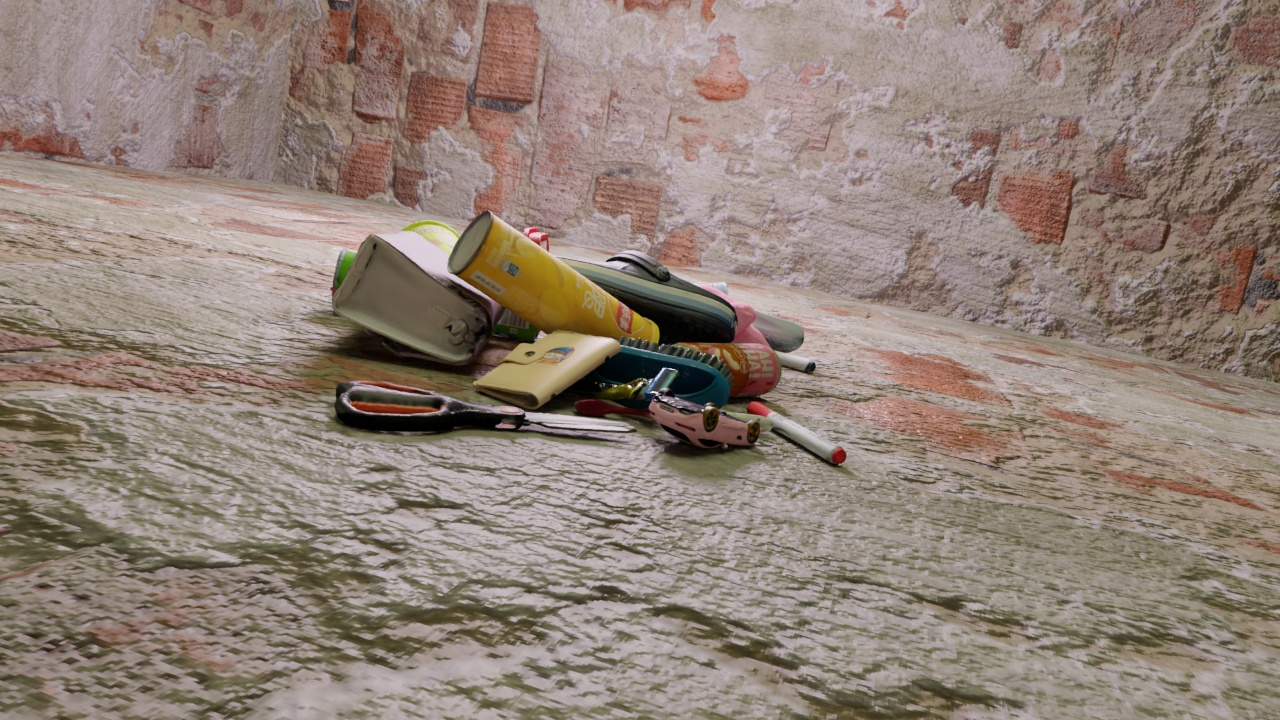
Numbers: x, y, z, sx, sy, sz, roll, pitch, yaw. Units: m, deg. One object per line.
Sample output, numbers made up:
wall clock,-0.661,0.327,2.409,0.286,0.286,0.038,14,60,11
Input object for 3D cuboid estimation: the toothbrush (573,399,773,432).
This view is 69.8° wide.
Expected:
toothbrush,0.031,0.049,0.807,0.187,0.016,0.017,7,1,-18

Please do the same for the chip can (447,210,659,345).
chip can,-0.081,-0.058,0.895,0.213,0.072,0.072,33,-1,-28

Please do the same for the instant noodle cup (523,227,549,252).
instant noodle cup,-0.203,-0.138,1.374,0.124,0.117,0.116,-2,10,3

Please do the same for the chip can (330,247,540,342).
chip can,-0.229,-0.073,1.057,0.236,0.072,0.072,10,10,-8

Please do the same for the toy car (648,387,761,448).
toy car,0.053,0.052,0.752,0.056,0.037,0.122,23,3,37

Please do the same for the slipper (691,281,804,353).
slipper,0.116,-0.071,1.309,0.245,0.074,0.104,15,-19,6

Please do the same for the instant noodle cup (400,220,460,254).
instant noodle cup,-0.252,-0.108,1.158,0.111,0.112,0.123,4,19,-32

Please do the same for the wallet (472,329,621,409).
wallet,-0.085,0.004,0.812,0.087,0.024,0.114,9,31,36

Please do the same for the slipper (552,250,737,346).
slipper,-0.015,-0.077,0.996,0.253,0.095,0.105,14,-32,4

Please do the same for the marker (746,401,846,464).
marker,0.137,0.064,0.824,0.017,0.017,0.145,6,11,-25

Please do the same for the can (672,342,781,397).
can,0.083,0.011,0.945,0.058,0.058,0.147,19,13,41

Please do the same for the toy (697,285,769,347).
toy,0.080,-0.051,1.195,0.179,0.074,0.194,18,-12,20

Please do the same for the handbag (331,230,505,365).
handbag,-0.213,-0.060,0.923,0.145,0.098,0.197,25,7,-8

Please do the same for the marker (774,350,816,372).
marker,0.180,-0.006,1.260,0.131,0.018,0.022,17,2,34

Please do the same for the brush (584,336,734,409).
brush,0.011,0.019,0.847,0.144,0.055,0.073,13,33,17

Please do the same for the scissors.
scissors,-0.118,0.035,0.705,0.234,0.022,0.153,2,13,-40

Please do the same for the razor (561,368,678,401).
razor,-0.037,0.024,0.813,0.143,0.022,0.042,2,30,27
